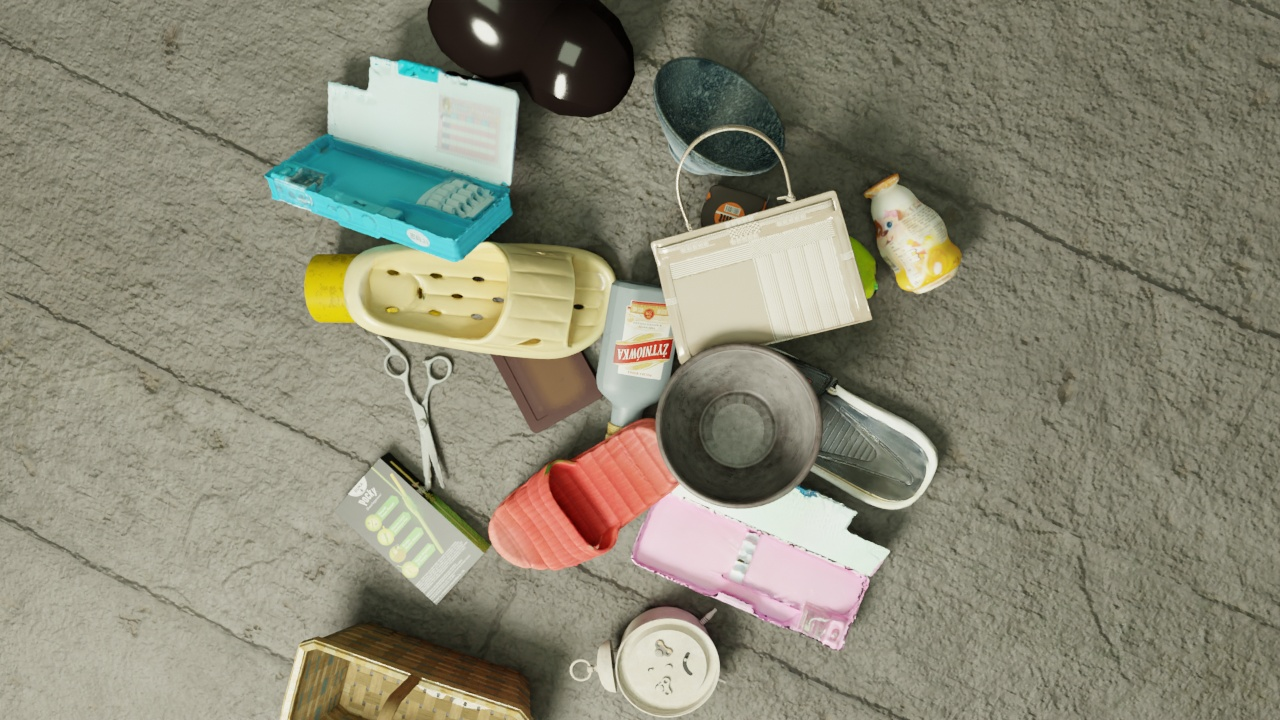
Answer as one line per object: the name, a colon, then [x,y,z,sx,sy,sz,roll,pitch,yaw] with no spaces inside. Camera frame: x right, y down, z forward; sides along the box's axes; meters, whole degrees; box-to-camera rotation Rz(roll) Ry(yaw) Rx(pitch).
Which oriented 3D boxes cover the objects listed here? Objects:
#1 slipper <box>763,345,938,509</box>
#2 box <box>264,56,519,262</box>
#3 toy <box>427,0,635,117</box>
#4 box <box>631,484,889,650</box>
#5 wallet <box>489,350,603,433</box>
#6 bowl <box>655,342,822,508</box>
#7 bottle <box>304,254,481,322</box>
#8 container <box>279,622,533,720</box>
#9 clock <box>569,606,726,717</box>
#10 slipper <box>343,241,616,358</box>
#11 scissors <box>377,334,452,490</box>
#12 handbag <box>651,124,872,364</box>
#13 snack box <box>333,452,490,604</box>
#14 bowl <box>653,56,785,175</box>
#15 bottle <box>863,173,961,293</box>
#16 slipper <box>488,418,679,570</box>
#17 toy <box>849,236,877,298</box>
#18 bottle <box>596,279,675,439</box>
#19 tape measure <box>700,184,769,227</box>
slipper: [0.163,0.063,0.889,0.264,0.063,0.111,27,100,0]
box: [-0.224,-0.190,0.867,0.227,0.085,0.170,20,82,21]
toy: [-0.091,-0.295,0.827,0.184,0.140,0.159,35,100,1]
box: [0.121,0.177,0.912,0.230,0.062,0.161,23,108,3]
wallet: [-0.098,0.004,0.935,0.091,0.018,0.115,-29,92,10]
bowl: [0.089,0.061,0.832,0.145,0.067,0.145,-1,82,6]
bottle: [-0.241,-0.071,0.914,0.164,0.071,0.071,1,98,7]
container: [-0.240,0.378,0.918,0.250,0.186,0.157,17,99,4]
clock: [0.006,0.307,0.943,0.157,0.061,0.103,-8,97,0]
slipper: [-0.140,-0.057,0.856,0.261,0.079,0.111,2,96,-18]
scissors: [-0.239,0.054,0.960,0.118,0.014,0.161,18,97,3]
handbag: [0.093,-0.110,0.809,0.176,0.062,0.198,-14,117,14]
snack box: [-0.241,0.178,0.972,0.147,0.025,0.080,43,101,0]
bowl: [0.062,-0.211,0.854,0.137,0.136,0.057,42,140,0]
bottle: [0.249,-0.118,0.850,0.063,0.063,0.109,-30,95,10]
slipper: [-0.061,0.143,0.901,0.249,0.059,0.103,-33,89,28]
toy: [0.183,-0.090,0.878,0.093,0.036,0.094,15,93,10]
bottle: [-0.005,0.005,0.903,0.072,0.046,0.161,7,99,-16]
tape measure: [0.087,-0.135,0.884,0.058,0.038,0.058,16,86,4]
